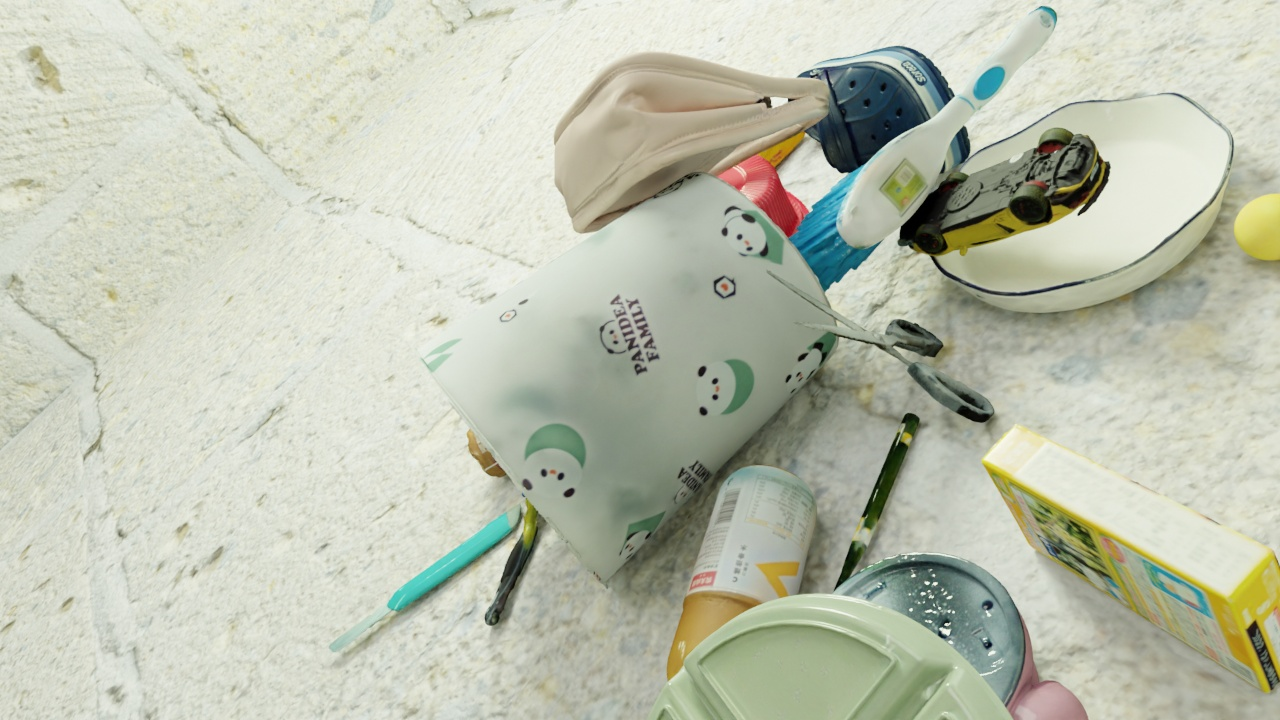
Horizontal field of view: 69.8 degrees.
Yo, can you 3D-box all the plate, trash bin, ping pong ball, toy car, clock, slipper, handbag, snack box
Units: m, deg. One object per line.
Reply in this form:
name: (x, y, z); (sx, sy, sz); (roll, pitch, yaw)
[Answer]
plate: (0.314, -0.112, 0.667); (0.205, 0.045, 0.204); (-28, 33, 20)
trash bin: (-0.004, 0.004, 0.701); (0.251, 0.229, 0.229); (-39, 32, -10)
ping pong ball: (0.386, -0.081, 0.560); (0.040, 0.040, 0.040); (-27, 34, 20)
toy car: (0.250, -0.112, 0.646); (0.156, 0.041, 0.071); (-16, 36, 58)
clock: (0.154, 0.175, 0.467); (0.117, 0.060, 0.158); (-34, 31, 8)
slipper: (0.202, -0.232, 0.869); (0.095, 0.105, 0.253); (-35, 29, -5)
handbag: (0.054, -0.189, 0.771); (0.233, 0.093, 0.194); (-15, -2, -22)
plate: (0.078, 0.226, 0.433); (0.231, 0.027, 0.229); (-20, 59, 37)
snack box: (0.242, 0.093, 0.451); (0.033, 0.087, 0.140); (-45, 32, -7)

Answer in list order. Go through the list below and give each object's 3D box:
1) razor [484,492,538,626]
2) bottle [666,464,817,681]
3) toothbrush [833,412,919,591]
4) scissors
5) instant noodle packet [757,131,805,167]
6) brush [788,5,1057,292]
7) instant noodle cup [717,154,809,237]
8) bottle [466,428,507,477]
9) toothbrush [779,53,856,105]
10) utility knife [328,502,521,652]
razor: (-0.103, 0.160, 0.783); (0.043, 0.022, 0.142); (126, 164, -52)
bottle: (0.061, 0.156, 0.576); (0.068, 0.068, 0.189); (-10, 43, 38)
toothbrush: (0.149, 0.109, 0.597); (0.012, 0.017, 0.185); (-4, 45, 46)
scissors: (0.163, -0.014, 0.618); (0.014, 0.181, 0.159); (-56, -12, 25)
instant noodle packet: (0.114, -0.233, 1.023); (0.128, 0.044, 0.111); (-50, 38, -16)
brush: (0.227, -0.173, 0.718); (0.313, 0.060, 0.110); (-46, 3, -31)
instant noodle cup: (0.068, -0.144, 0.880); (0.194, 0.066, 0.193); (-7, 42, 6)
bottle: (-0.080, 0.045, 0.866); (0.175, 0.057, 0.057); (-32, 33, 11)
toothbrush: (0.191, -0.300, 1.012); (0.016, 0.016, 0.179); (10, 41, 44)
utility knife: (-0.196, 0.201, 0.835); (0.222, 0.013, 0.029); (-35, 34, 3)
